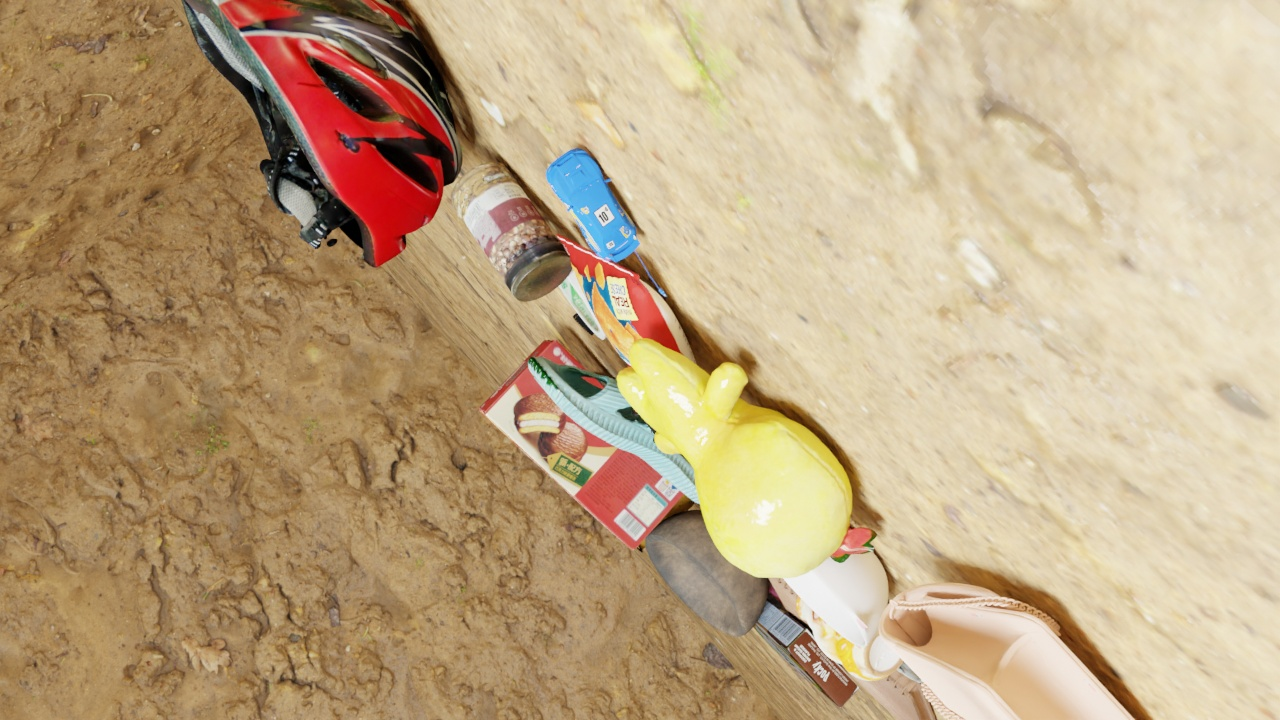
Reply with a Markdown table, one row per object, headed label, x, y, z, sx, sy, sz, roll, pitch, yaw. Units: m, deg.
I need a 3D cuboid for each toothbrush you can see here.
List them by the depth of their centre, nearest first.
| label | x | y | z | sx | sy | sz | roll | pitch | yaw |
| --- | --- | --- | --- | --- | --- | --- | --- | --- | --- |
| toothbrush | -0.005 | 0.005 | 0.877 | 0.167 | 0.013 | 0.013 | 43 | 167 | 19 |

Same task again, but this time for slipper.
| label | x | y | z | sx | sy | sz | roll | pitch | yaw |
| --- | --- | --- | --- | --- | --- | --- | --- | --- | --- |
| slipper | -0.005 | 0.059 | 0.920 | 0.276 | 0.069 | 0.116 | 39 | 177 | -36 |

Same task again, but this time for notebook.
| label | x | y | z | sx | sy | sz | roll | pitch | yaw |
| --- | --- | --- | --- | --- | --- | --- | --- | --- | --- |
| notebook | 0.219 | 0.301 | 0.965 | 0.210 | 0.022 | 0.169 | 38 | 165 | 43 |

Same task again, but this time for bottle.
| label | x | y | z | sx | sy | sz | roll | pitch | yaw |
| --- | --- | --- | --- | --- | --- | --- | --- | --- | --- |
| bottle | -0.105 | -0.105 | 0.747 | 0.105 | 0.056 | 0.056 | 55 | 171 | 17 |
| bottle | 0.174 | 0.223 | 0.775 | 0.063 | 0.063 | 0.109 | 54 | 167 | -20 |

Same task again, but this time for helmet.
| label | x | y | z | sx | sy | sz | roll | pitch | yaw |
| --- | --- | --- | --- | --- | --- | --- | --- | --- | --- |
| helmet | -0.240 | -0.200 | 0.704 | 0.217 | 0.166 | 0.272 | 43 | 167 | 27 |

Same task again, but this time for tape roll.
| label | x | y | z | sx | sy | sz | roll | pitch | yaw |
| --- | --- | --- | --- | --- | --- | --- | --- | --- | --- |
| tape roll | -0.053 | -0.061 | 0.802 | 0.094 | 0.018 | 0.094 | 52 | 172 | 10 |

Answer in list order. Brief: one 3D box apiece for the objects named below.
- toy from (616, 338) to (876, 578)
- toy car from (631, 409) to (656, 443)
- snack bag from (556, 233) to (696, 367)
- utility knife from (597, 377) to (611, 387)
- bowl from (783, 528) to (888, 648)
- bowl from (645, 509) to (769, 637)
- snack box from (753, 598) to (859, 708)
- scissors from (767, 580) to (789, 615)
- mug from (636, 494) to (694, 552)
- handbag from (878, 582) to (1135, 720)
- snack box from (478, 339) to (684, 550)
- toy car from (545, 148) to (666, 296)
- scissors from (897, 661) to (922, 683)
| label | x | y | z | sx | sy | sz | roll | pitch | yaw |
| --- | --- | --- | --- | --- | --- | --- | --- | --- | --- |
| toy | 0.065 | 0.069 | 0.623 | 0.207 | 0.092 | 0.134 | 50 | 156 | 12 |
| toy car | 0.016 | 0.038 | 0.809 | 0.040 | 0.037 | 0.092 | 54 | -167 | -26 |
| snack bag | -0.003 | -0.026 | 0.695 | 0.131 | 0.039 | 0.144 | 33 | 156 | 54 |
| utility knife | -0.049 | 0.026 | 1.100 | 0.022 | 0.015 | 0.149 | 44 | 172 | -10 |
| bowl | 0.146 | 0.158 | 0.701 | 0.114 | 0.050 | 0.115 | 47 | 168 | 12 |
| bowl | 0.086 | 0.244 | 1.091 | 0.162 | 0.070 | 0.162 | 39 | 154 | 23 |
| snack box | 0.178 | 0.336 | 1.107 | 0.101 | 0.031 | 0.186 | 49 | 170 | -13 |
| scissors | 0.150 | 0.281 | 1.170 | 0.170 | 0.013 | 0.175 | 34 | 161 | 50 |
| mug | 0.012 | 0.183 | 1.165 | 0.124 | 0.094 | 0.100 | 52 | 169 | -7 |
| handbag | 0.171 | 0.228 | 0.498 | 0.199 | 0.187 | 0.117 | 47 | 162 | -10 |
| snack box | -0.059 | 0.095 | 1.042 | 0.236 | 0.113 | 0.060 | 45 | 170 | -14 |
| toy car | -0.017 | -0.084 | 0.569 | 0.092 | 0.033 | 0.062 | 56 | 173 | -29 |
| scissors | 0.233 | 0.265 | 0.815 | 0.120 | 0.014 | 0.159 | 32 | 180 | 1 |
